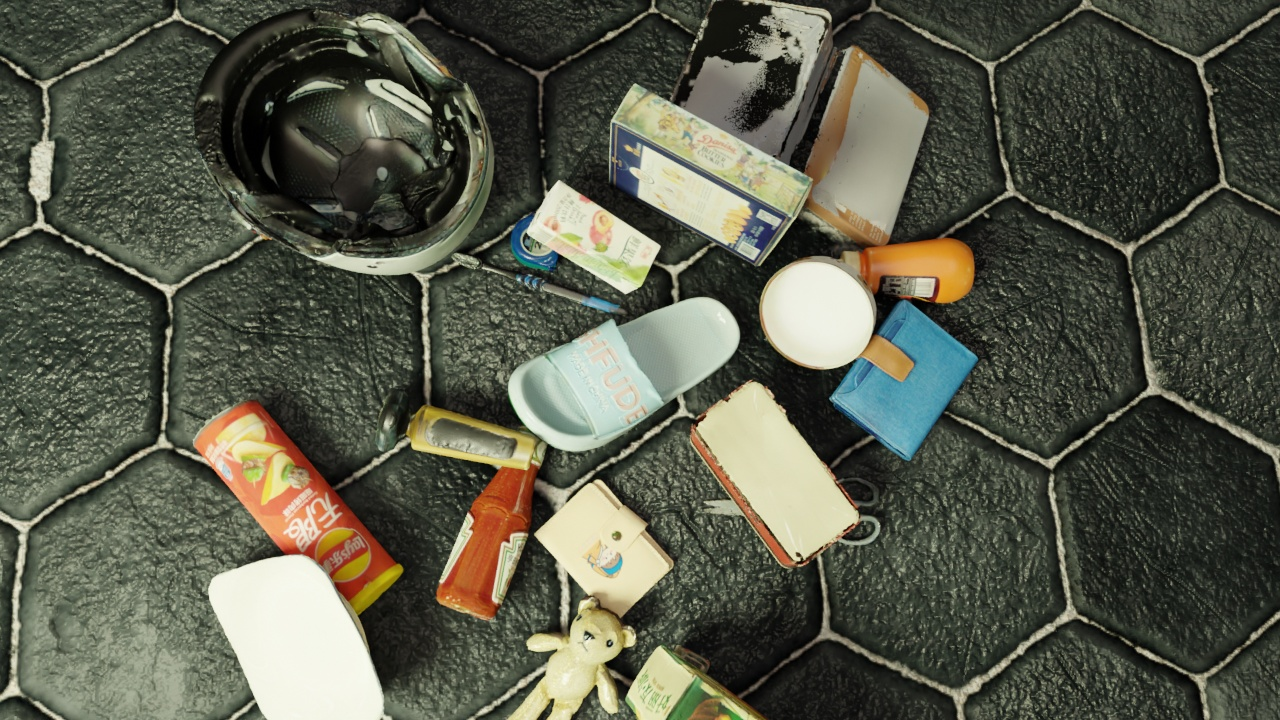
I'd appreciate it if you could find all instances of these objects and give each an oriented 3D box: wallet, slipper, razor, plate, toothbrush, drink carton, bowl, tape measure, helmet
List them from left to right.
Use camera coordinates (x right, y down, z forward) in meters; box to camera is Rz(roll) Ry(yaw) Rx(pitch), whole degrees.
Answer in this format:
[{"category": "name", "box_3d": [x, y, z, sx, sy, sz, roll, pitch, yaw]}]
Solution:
[{"category": "plate", "box_3d": [-0.293, 0.244, 0.803, 0.165, 0.034, 0.163, -17, 98, 30]}, {"category": "helmet", "box_3d": [-0.259, -0.188, 0.865, 0.274, 0.157, 0.229, 28, 80, 12]}, {"category": "razor", "box_3d": [-0.172, 0.070, 0.851, 0.168, 0.067, 0.062, 11, 82, 18]}, {"category": "tape measure", "box_3d": [-0.104, -0.120, 0.931, 0.054, 0.025, 0.058, 14, 68, -1]}, {"category": "toothbrush", "box_3d": [-0.102, -0.077, 0.928, 0.189, 0.016, 0.014, 19, 86, -2]}, {"category": "drink carton", "box_3d": [-0.047, -0.120, 0.911, 0.122, 0.046, 0.053, 31, 69, -18]}, {"category": "wallet", "box_3d": [-0.032, 0.179, 0.881, 0.087, 0.024, 0.115, -42, 84, -12]}, {"category": "slipper", "box_3d": [-0.005, 0.005, 0.876, 0.245, 0.074, 0.104, -26, 82, -21]}, {"category": "bowl", "box_3d": [0.181, -0.055, 0.913, 0.113, 0.114, 0.062, 39, 37, 3]}, {"category": "wallet", "box_3d": [0.267, 0.018, 0.930, 0.106, 0.040, 0.133, 38, 78, -1]}]

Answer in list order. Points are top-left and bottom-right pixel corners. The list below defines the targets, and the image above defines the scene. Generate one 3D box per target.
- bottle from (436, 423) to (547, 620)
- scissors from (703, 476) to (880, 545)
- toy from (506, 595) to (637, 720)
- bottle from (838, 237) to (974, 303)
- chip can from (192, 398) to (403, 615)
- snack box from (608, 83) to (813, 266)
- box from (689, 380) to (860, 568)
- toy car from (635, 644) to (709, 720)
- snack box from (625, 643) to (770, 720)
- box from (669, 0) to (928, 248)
[{"category": "bottle", "box_3d": [-0.127, 0.138, 0.864, 0.060, 0.060, 0.205, 21, 72, -1]}, {"category": "scissors", "box_3d": [0.152, 0.156, 0.905, 0.174, 0.014, 0.135, -31, 82, -9]}, {"category": "toy", "box_3d": [-0.070, 0.293, 0.834, 0.105, 0.066, 0.157, 33, 83, 19]}, {"category": "bottle", "box_3d": [0.260, -0.092, 0.939, 0.149, 0.067, 0.066, 0, 79, 3]}, {"category": "chip can", "box_3d": [-0.312, 0.136, 0.841, 0.073, 0.073, 0.216, -40, 84, -11]}, {"category": "snack box", "box_3d": [0.058, -0.169, 0.874, 0.182, 0.178, 0.045, 29, 82, 1]}, {"category": "box", "box_3d": [0.127, 0.106, 0.871, 0.091, 0.080, 0.168, -35, 79, -9]}, {"category": "toy car", "box_3d": [0.029, 0.313, 0.854, 0.042, 0.035, 0.090, 29, 81, 2]}, {"category": "snack box", "box_3d": [0.106, 0.346, 0.791, 0.240, 0.114, 0.063, 38, 79, -10]}, {"category": "box", "box_3d": [0.166, -0.246, 0.937, 0.273, 0.126, 0.178, 23, 78, -5]}]
